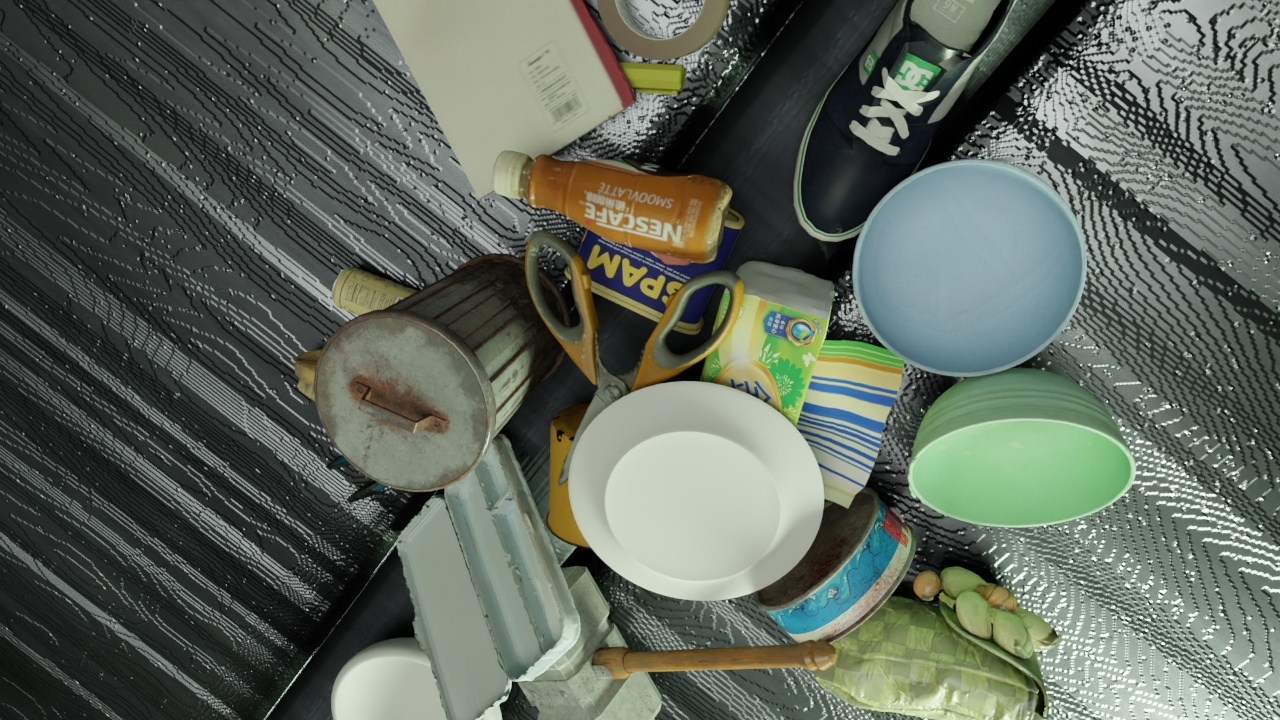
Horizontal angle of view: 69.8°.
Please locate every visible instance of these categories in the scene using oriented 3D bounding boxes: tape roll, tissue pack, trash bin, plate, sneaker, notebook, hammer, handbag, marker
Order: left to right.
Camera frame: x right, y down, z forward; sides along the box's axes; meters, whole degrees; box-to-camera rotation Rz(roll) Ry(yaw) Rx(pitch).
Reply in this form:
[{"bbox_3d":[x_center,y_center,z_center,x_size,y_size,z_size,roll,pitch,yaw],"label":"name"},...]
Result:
[{"bbox_3d":[-0.142,0.002,0.696,0.131,0.210,0.131,5,110,12],"label":"trash bin"},{"bbox_3d":[-0.113,-0.250,0.693,0.153,0.012,0.209,-26,95,21],"label":"notebook"},{"bbox_3d":[-0.028,-0.215,0.694,0.124,0.017,0.021,7,143,13],"label":"marker"},{"bbox_3d":[0.017,-0.264,0.657,0.094,0.030,0.094,5,111,13],"label":"tape roll"},{"bbox_3d":[0.024,0.248,0.759,0.319,0.082,0.163,-18,105,40],"label":"hammer"},{"bbox_3d":[0.038,0.104,0.672,0.189,0.016,0.189,4,115,8],"label":"plate"},{"bbox_3d":[0.116,0.038,0.702,0.141,0.120,0.198,17,119,9],"label":"tissue pack"},{"bbox_3d":[0.175,-0.182,0.621,0.084,0.078,0.236,30,114,1],"label":"sneaker"},{"bbox_3d":[0.236,0.222,0.738,0.186,0.113,0.117,8,104,12],"label":"handbag"}]

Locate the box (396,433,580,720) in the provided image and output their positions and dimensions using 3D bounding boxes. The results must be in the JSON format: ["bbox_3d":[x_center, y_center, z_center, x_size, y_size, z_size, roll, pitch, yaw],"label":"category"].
[{"bbox_3d":[-0.141,0.193,0.802,0.189,0.037,0.208,-51,51,29],"label":"box"}]

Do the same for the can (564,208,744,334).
[{"bbox_3d":[0.012,-0.088,0.709,0.116,0.056,0.092,25,112,4],"label":"can"}]

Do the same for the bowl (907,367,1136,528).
[{"bbox_3d":[0.272,0.056,0.671,0.151,0.076,0.151,7,143,5],"label":"bowl"}]

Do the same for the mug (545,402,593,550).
[{"bbox_3d":[-0.019,0.095,0.752,0.124,0.100,0.094,23,117,46],"label":"mug"}]

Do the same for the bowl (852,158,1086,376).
[{"bbox_3d":[0.227,-0.071,0.650,0.151,0.074,0.151,5,110,13],"label":"bowl"}]

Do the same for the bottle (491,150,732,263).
[{"bbox_3d":[-0.022,-0.114,0.646,0.167,0.059,0.059,15,112,9],"label":"bottle"}]

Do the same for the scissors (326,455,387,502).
[{"bbox_3d":[-0.234,0.089,0.856,0.144,0.019,0.127,16,112,6],"label":"scissors"}]

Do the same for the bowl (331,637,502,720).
[{"bbox_3d":[-0.215,0.345,0.918,0.177,0.066,0.177,5,111,13],"label":"bowl"}]

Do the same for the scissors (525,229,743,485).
[{"bbox_3d":[-0.007,0.004,0.665,0.217,0.016,0.225,-13,102,24],"label":"scissors"}]

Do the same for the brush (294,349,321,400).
[{"bbox_3d":[-0.218,0.031,0.810,0.195,0.059,0.043,15,121,11],"label":"brush"}]

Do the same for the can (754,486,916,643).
[{"bbox_3d":[0.152,0.161,0.724,0.044,0.129,0.130,45,113,-5],"label":"can"}]

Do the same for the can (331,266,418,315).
[{"bbox_3d":[-0.222,-0.051,0.791,0.079,0.038,0.038,20,113,6],"label":"can"}]
